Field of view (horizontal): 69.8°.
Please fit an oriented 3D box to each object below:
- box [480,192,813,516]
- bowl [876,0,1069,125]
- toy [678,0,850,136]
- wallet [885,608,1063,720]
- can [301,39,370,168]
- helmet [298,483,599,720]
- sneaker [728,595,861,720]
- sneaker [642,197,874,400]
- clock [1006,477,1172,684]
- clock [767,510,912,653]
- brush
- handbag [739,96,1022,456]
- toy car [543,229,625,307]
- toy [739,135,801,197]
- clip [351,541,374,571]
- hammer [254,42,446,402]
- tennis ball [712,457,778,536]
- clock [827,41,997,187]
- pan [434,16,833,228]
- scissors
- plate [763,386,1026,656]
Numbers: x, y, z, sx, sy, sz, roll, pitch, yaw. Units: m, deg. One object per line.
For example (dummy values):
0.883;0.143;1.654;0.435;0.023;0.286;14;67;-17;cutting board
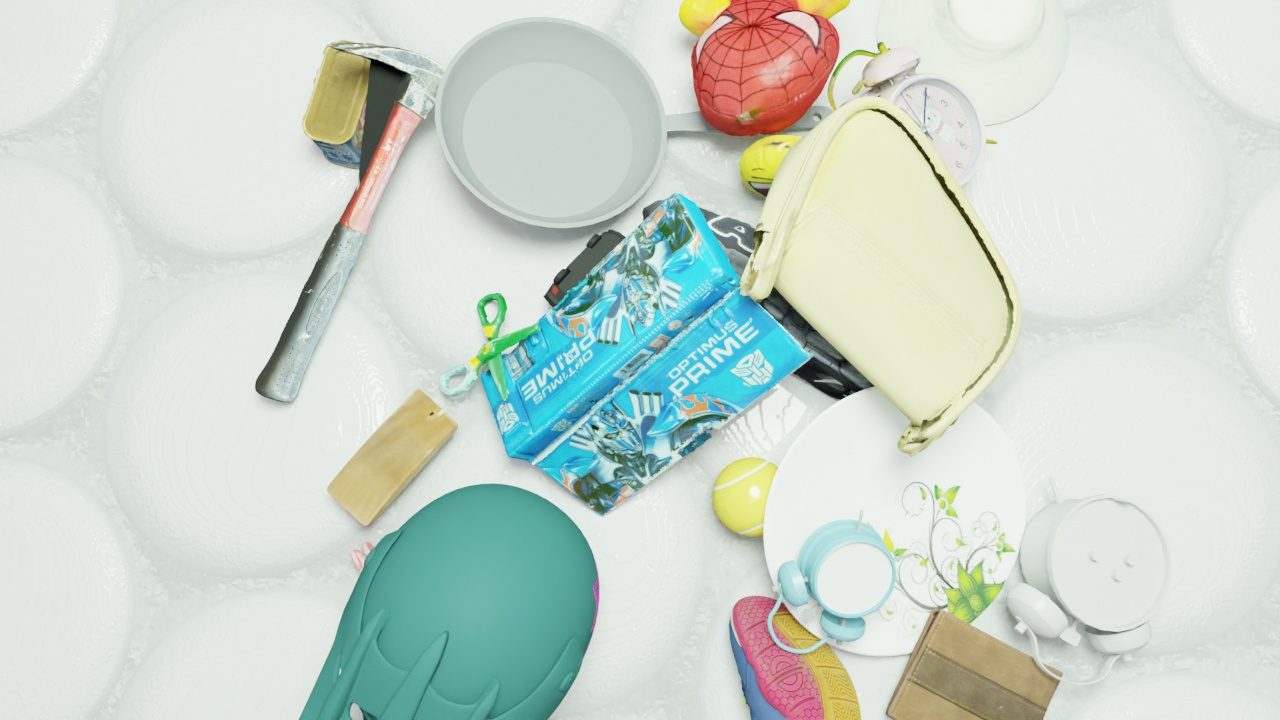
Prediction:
-0.011;0.008;0.730;0.244;0.070;0.171;-41;83;24;box
0.306;-0.305;0.821;0.177;0.058;0.176;0;82;2;bowl
0.110;-0.282;0.782;0.148;0.099;0.215;-4;61;33;toy
0.272;0.271;0.749;0.121;0.027;0.098;27;87;-3;wallet
-0.262;-0.231;0.827;0.054;0.059;0.099;13;81;4;can
-0.143;0.223;0.684;0.176;0.200;0.274;30;83;6;helmet
0.118;0.309;0.724;0.116;0.091;0.241;-2;55;-31;sneaker
0.131;-0.090;0.781;0.252;0.097;0.150;37;79;5;sneaker
0.362;0.181;0.739;0.120;0.061;0.159;16;81;-8;clock
0.150;0.179;0.722;0.087;0.042;0.123;41;94;-13;clock
-0.211;0.083;0.789;0.049;0.039;0.117;41;84;6;brush
0.183;-0.064;0.697;0.233;0.089;0.190;44;75;-8;handbag
-0.043;-0.075;0.809;0.042;0.036;0.091;40;75;5;toy car
0.131;-0.162;0.788;0.096;0.094;0.041;9;77;26;toy
-0.229;0.186;0.785;0.060;0.023;0.044;35;82;1;clip
-0.258;-0.118;0.793;0.036;0.140;0.326;25;91;37;hammer
0.093;0.113;0.762;0.065;0.065;0.065;0;81;1;tennis ball
0.223;-0.199;0.784;0.158;0.059;0.116;38;76;-13;clock
-0.001;-0.209;0.820;0.356;0.051;0.200;-3;76;-13;pan
-0.132;-0.005;0.784;0.130;0.011;0.125;-43;42;19;scissors
0.207;0.129;0.760;0.229;0.030;0.229;-1;97;-11;plate
